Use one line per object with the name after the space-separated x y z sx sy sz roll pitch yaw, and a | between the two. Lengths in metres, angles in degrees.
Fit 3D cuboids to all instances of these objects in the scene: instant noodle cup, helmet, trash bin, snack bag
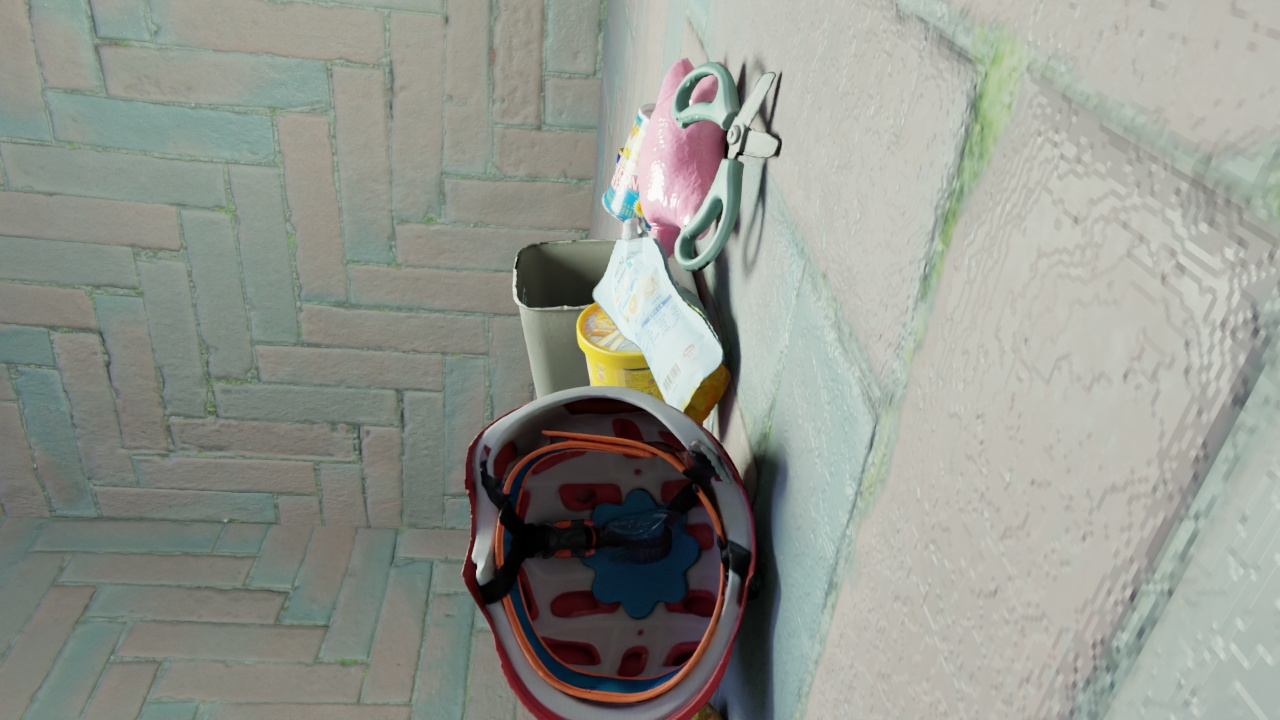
0.019 -0.206 0.964 0.099 0.099 0.110 -96 19 -54 | instant noodle cup
-0.006 0.006 0.990 0.118 0.118 0.115 -96 3 -54 | instant noodle cup
-0.011 0.141 0.671 0.144 0.207 0.240 19 -114 -73 | helmet
-0.084 -0.043 1.371 0.198 0.198 0.220 -96 6 -55 | trash bin
0.014 -0.035 0.810 0.191 0.038 0.111 61 150 34 | snack bag

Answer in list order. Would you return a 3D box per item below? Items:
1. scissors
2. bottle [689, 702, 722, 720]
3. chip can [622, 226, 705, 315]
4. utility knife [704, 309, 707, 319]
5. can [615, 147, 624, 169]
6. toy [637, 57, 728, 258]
0.054 -0.149 0.716 0.170 0.019 0.179 45 124 56 | scissors
0.027 0.325 0.770 0.175 0.057 0.057 105 167 -60 | bottle
0.020 -0.094 0.965 0.214 0.071 0.071 -98 13 -58 | chip can
0.051 0.034 0.875 0.034 0.018 0.179 -98 14 -62 | utility knife
0.005 -0.233 1.144 0.148 0.074 0.049 -106 23 -72 | can
0.035 -0.187 0.843 0.179 0.074 0.194 170 107 -72 | toy
